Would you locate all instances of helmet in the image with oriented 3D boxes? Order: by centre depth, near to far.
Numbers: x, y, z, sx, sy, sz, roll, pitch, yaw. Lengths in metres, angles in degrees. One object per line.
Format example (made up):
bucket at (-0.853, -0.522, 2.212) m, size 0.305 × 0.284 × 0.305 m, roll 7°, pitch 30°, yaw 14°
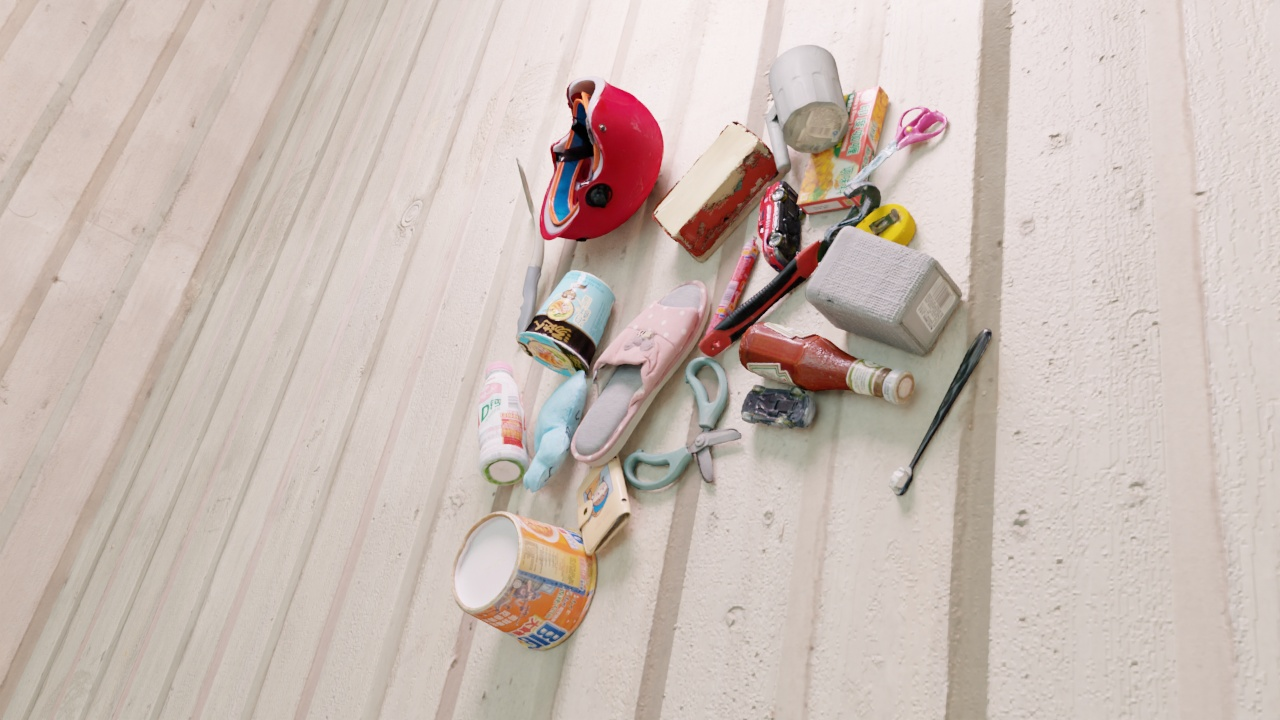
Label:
helmet at (-0.050, -0.277, 1.329) m, size 0.207 × 0.143 × 0.240 m, roll -121°, pitch 46°, yaw -58°

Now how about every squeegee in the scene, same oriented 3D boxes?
squeegee at (-0.168, -0.151, 1.410) m, size 0.247 × 0.039 × 0.246 m, roll 105°, pitch 166°, yaw -81°

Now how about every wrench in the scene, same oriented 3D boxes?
wrench at (0.170, -0.098, 1.054) m, size 0.274 × 0.056 × 0.016 m, roll -45°, pitch 38°, yaw 20°

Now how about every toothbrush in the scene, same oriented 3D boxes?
toothbrush at (0.283, 0.046, 0.863) m, size 0.016 × 0.018 × 0.181 m, roll 26°, pitch 82°, yaw 54°

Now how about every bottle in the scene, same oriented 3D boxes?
bottle at (0.190, 0.005, 0.953) m, size 0.206 × 0.059 × 0.059 m, roll 18°, pitch 78°, yaw 50°
bottle at (-0.196, 0.082, 1.292) m, size 0.068 × 0.068 × 0.196 m, roll -37°, pitch 40°, yaw 22°

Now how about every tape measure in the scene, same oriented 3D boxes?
tape measure at (0.267, -0.144, 0.998) m, size 0.057 × 0.029 × 0.060 m, roll -42°, pitch 41°, yaw 16°

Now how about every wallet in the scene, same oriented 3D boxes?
wallet at (-0.047, 0.171, 1.100) m, size 0.087 × 0.024 × 0.115 m, roll -48°, pitch 32°, yaw 22°

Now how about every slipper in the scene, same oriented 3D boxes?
slipper at (-0.007, 0.007, 1.142) m, size 0.114 × 0.054 × 0.274 m, roll 20°, pitch 73°, yaw 54°

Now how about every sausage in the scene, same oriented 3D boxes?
sausage at (0.113, -0.084, 1.123) m, size 0.020 × 0.020 × 0.155 m, roll 11°, pitch 73°, yaw 49°

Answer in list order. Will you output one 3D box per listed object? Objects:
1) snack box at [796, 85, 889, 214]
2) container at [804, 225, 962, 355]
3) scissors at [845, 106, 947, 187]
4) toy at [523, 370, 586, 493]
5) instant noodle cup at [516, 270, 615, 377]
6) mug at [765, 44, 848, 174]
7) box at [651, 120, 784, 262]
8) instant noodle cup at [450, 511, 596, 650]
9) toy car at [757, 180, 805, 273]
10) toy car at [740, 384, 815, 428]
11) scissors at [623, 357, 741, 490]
snack box at (0.243, -0.251, 1.098) m, size 0.077 × 0.027 × 0.155 m, roll -2°, pitch 63°, yaw 46°
container at (0.246, -0.068, 0.922) m, size 0.114 × 0.090 × 0.090 m, roll 30°, pitch 87°, yaw 48°
scissors at (0.282, -0.241, 1.042) m, size 0.135 × 0.017 × 0.063 m, roll -39°, pitch 47°, yaw 2°
toy at (-0.112, 0.091, 1.201) m, size 0.162 × 0.050 × 0.156 m, roll -58°, pitch 20°, yaw 16°
instant noodle cup at (-0.095, -0.055, 1.255) m, size 0.111 × 0.111 × 0.120 m, roll 3°, pitch 59°, yaw 47°
mug at (0.193, -0.299, 1.109) m, size 0.124 × 0.083 × 0.103 m, roll 124°, pitch 150°, yaw -47°
box at (0.096, -0.222, 1.188) m, size 0.168 × 0.079 × 0.091 m, roll -48°, pitch 39°, yaw 11°
instant noodle cup at (-0.143, 0.253, 1.081) m, size 0.152 × 0.111 × 0.151 m, roll -26°, pitch 47°, yaw 32°
toy car at (0.166, -0.156, 1.094) m, size 0.045 × 0.053 × 0.120 m, roll -21°, pitch 48°, yaw 37°
toy car at (0.147, 0.052, 0.983) m, size 0.091 × 0.034 × 0.043 m, roll 3°, pitch 69°, yaw 49°
scissors at (0.045, 0.081, 1.081) m, size 0.170 × 0.019 × 0.173 m, roll -27°, pitch 48°, yaw 30°
